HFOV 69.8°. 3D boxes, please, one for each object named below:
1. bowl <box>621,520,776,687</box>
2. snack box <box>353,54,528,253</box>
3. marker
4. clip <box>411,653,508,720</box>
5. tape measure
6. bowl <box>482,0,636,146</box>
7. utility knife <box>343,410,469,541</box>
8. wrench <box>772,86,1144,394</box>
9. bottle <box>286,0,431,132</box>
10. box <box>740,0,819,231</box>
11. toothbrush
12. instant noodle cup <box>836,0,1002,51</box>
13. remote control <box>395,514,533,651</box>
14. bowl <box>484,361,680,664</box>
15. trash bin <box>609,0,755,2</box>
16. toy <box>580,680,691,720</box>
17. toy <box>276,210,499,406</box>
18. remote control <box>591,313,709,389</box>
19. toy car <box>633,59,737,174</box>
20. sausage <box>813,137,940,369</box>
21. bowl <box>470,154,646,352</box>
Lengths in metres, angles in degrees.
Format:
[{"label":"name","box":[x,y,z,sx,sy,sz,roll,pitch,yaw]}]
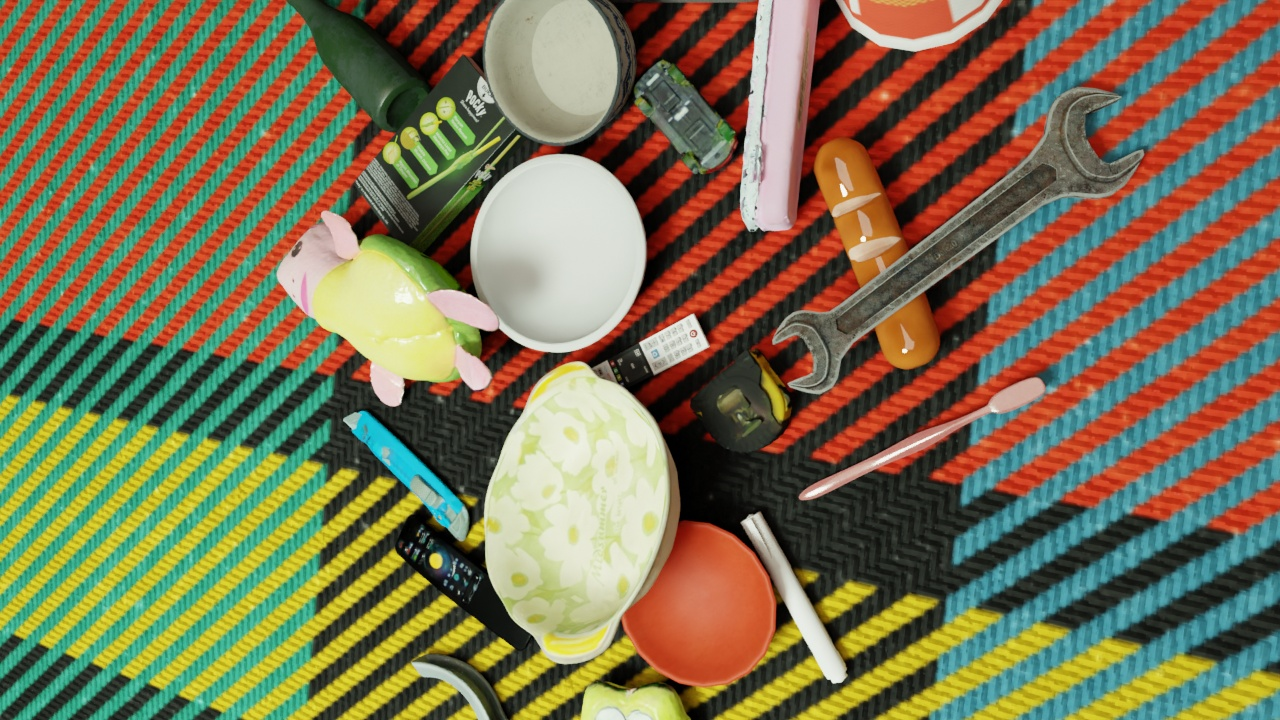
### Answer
[{"label":"bowl","box":[0.045,0.177,0.684,0.122,0.035,0.122,1,92,22]},{"label":"snack box","box":[-0.165,-0.169,0.763,0.148,0.025,0.080,-43,76,18]},{"label":"marker","box":[0.111,0.172,0.664,0.017,0.020,0.133,-31,80,16]},{"label":"clip","box":[-0.130,0.292,0.766,0.172,0.029,0.143,14,99,21]},{"label":"tape measure","box":[0.075,0.035,0.664,0.067,0.038,0.062,-41,77,18]},{"label":"bowl","box":[-0.053,-0.224,0.687,0.116,0.059,0.116,11,117,23]},{"label":"utility knife","box":[-0.203,0.095,0.796,0.158,0.015,0.031,39,101,18]},{"label":"wrench","box":[0.199,-0.074,0.588,0.273,0.010,0.070,-37,83,5]},{"label":"bottle","box":[-0.250,-0.268,0.780,0.174,0.055,0.055,46,107,16]},{"label":"box","box":[0.092,-0.190,0.625,0.044,0.086,0.202,7,95,13]},{"label":"toothbrush","box":[0.189,0.057,0.633,0.185,0.015,0.015,-31,81,24]},{"label":"instant noodle cup","box":[0.170,-0.272,0.568,0.124,0.121,0.123,1,92,22]},{"label":"remote control","box":[-0.146,0.185,0.773,0.152,0.020,0.041,31,104,19]},{"label":"bowl","box":[-0.034,0.111,0.679,0.189,0.060,0.219,-26,58,36]},{"label":"trash bin","box":[0.002,-0.379,0.648,0.192,0.097,0.220,9,97,22]},{"label":"toy","box":[-0.001,0.301,0.704,0.092,0.046,0.115,-5,98,20]},{"label":"toy","box":[-0.203,-0.045,0.746,0.238,0.087,0.190,20,138,31]},{"label":"remote control","box":[-0.004,0.004,0.710,0.124,0.011,0.028,-28,81,21]},{"label":"toy car","box":[0.034,-0.177,0.674,0.042,0.036,0.091,-42,76,18]},{"label":"sausage","box":[0.160,-0.073,0.621,0.039,0.044,0.164,-22,84,26]},{"label":"bowl","box":[-0.058,-0.082,0.712,0.150,0.043,0.149,1,93,23]}]
